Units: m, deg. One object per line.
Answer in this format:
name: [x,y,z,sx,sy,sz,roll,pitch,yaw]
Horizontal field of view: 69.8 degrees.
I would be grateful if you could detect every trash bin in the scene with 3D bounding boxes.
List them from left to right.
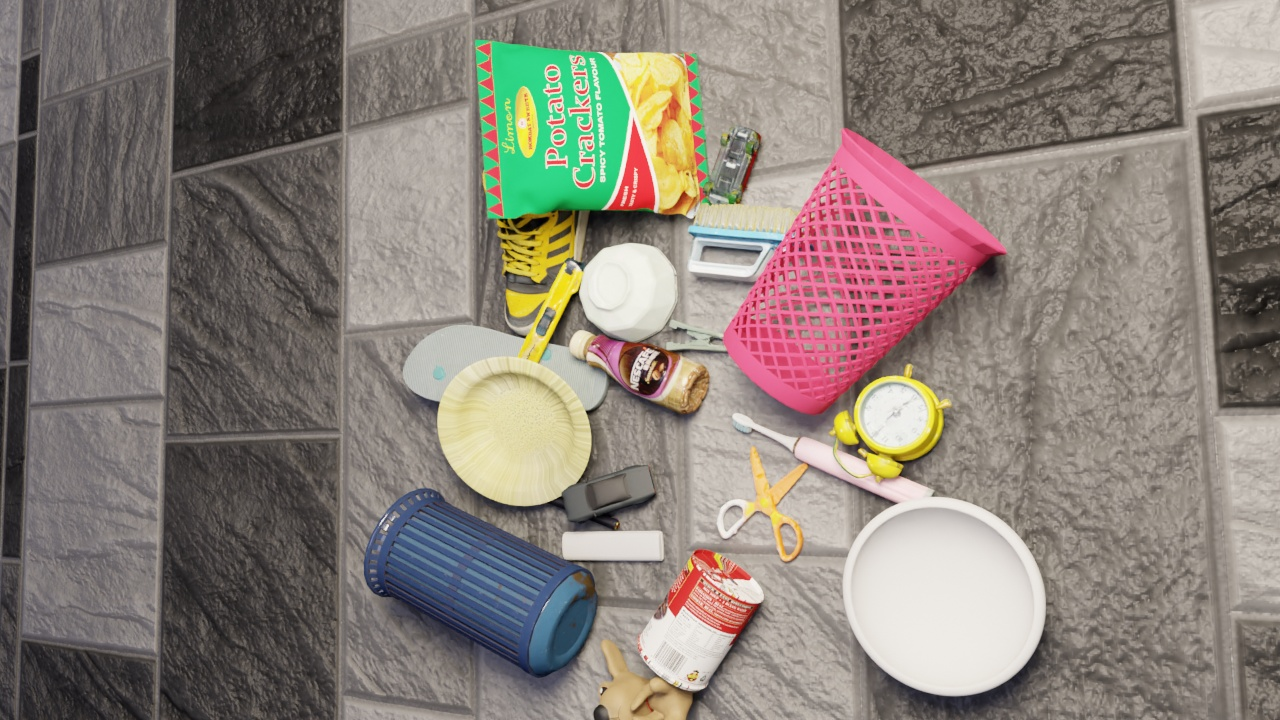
trash bin: [-0.180,0.257,1.062,0.250,0.139,0.139,19,95,27]

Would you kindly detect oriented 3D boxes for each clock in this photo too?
clock: [0.240,0.065,0.892,0.119,0.057,0.083,-46,67,11]

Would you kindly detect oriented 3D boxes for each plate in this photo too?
plate: [-0.143,0.079,1.074,0.184,0.036,0.184,4,109,11]

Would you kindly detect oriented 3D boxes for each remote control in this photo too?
remote control: [-0.033,0.214,1.055,0.131,0.012,0.033,-6,83,28]

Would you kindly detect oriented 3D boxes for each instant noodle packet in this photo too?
instant noodle packet: [-0.047,-0.250,1.000,0.090,0.252,0.195,154,112,-71]

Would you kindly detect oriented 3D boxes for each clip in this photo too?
clip: [0.065,-0.031,1.015,0.078,0.023,0.050,-8,84,30]

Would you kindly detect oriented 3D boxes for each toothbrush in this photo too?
toothbrush: [0.190,0.100,0.936,0.223,0.027,0.027,23,130,29]

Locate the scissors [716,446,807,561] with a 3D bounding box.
scissors: [0.128,0.154,0.973,0.128,0.011,0.125,-18,79,26]

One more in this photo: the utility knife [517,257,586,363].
utility knife: [-0.115,-0.033,1.080,0.030,0.017,0.191,29,100,14]

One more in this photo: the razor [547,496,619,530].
razor: [-0.088,0.169,1.082,0.144,0.022,0.043,18,96,28]

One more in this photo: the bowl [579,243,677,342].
bowl: [-0.022,-0.081,1.044,0.118,0.061,0.117,-3,84,28]

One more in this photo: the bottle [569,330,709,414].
bottle: [-0.006,0.006,1.028,0.166,0.059,0.059,22,96,27]

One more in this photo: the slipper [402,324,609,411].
slipper: [-0.161,0.010,1.126,0.269,0.054,0.098,4,85,17]

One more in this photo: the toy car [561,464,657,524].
toy car: [-0.037,0.151,1.039,0.112,0.034,0.046,-19,72,12]

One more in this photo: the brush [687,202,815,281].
brush: [0.120,-0.122,0.973,0.136,0.055,0.075,9,86,28]

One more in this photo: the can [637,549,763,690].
can: [0.061,0.270,0.957,0.086,0.086,0.116,36,103,26]

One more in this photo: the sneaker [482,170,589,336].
sneaker: [-0.132,-0.149,1.074,0.086,0.122,0.238,15,92,30]

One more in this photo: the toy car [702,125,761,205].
toy car: [0.101,-0.209,1.001,0.042,0.036,0.091,24,97,27]

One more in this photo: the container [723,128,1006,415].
container: [0.195,-0.072,0.874,0.183,0.182,0.226,47,115,23]

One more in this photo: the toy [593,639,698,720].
toy: [0.003,0.366,0.982,0.108,0.105,0.134,-19,81,37]

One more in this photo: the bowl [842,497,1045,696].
bowl: [0.283,0.215,0.853,0.177,0.066,0.176,-2,85,28]
